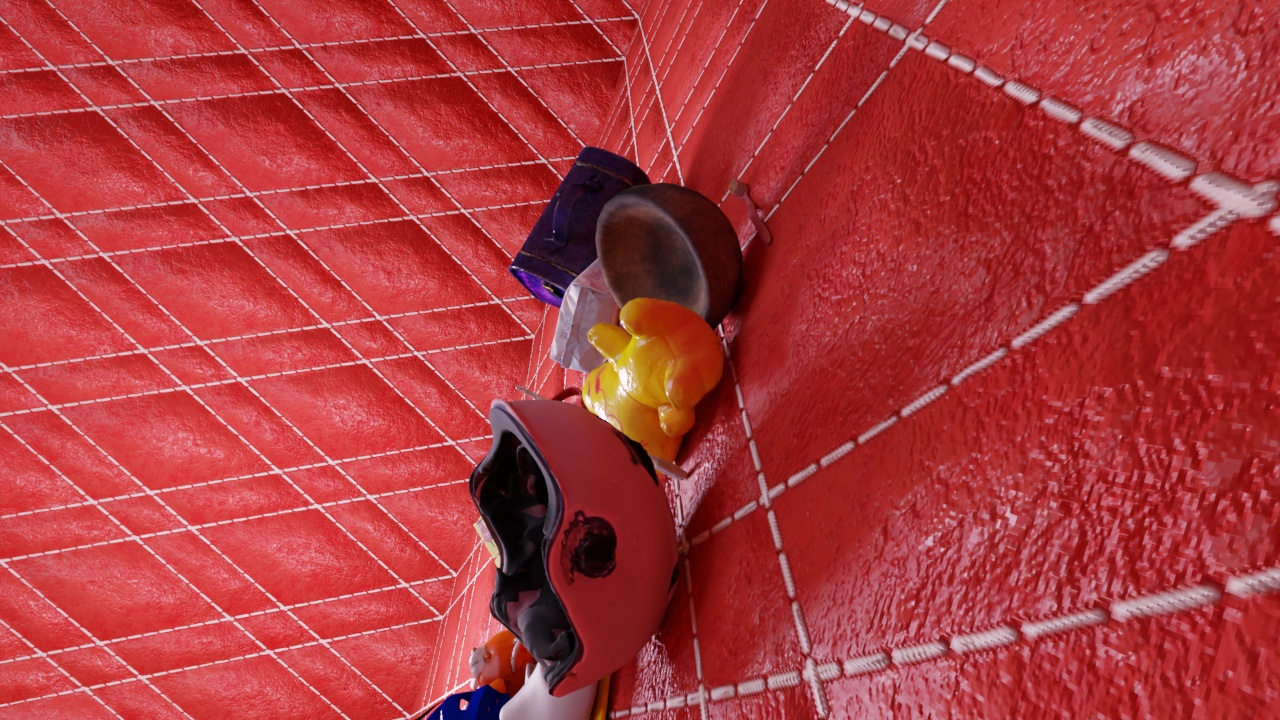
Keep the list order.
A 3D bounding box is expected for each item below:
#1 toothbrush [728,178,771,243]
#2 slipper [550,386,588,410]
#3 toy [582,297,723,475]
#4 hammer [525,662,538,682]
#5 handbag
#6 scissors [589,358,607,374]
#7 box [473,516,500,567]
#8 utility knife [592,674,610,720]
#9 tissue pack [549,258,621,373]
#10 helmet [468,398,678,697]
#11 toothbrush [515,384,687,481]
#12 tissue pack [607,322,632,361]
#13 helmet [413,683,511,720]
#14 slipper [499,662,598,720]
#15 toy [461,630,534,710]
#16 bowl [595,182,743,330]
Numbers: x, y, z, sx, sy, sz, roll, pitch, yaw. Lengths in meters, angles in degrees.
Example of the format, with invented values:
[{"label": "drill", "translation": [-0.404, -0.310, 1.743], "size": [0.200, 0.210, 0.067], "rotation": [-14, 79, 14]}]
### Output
[{"label": "toothbrush", "translation": [0.111, -0.151, 0.922], "size": [0.015, 0.015, 0.184], "rotation": [-60, 17, 22]}, {"label": "slipper", "translation": [-0.120, 0.084, 1.344], "size": [0.103, 0.059, 0.249], "rotation": [-44, 6, -3]}, {"label": "toy", "translation": [0.010, 0.019, 0.883], "size": [0.087, 0.134, 0.194], "rotation": [-29, -20, -31]}, {"label": "hammer", "translation": [-0.082, 0.273, 1.150], "size": [0.170, 0.034, 0.324], "rotation": [140, 147, -72]}, {"label": "handbag", "translation": [-0.076, -0.171, 1.288], "size": [0.204, 0.125, 0.222], "rotation": [-61, -18, -14]}, {"label": "scissors", "translation": [-0.058, 0.052, 1.314], "size": [0.227, 0.016, 0.134], "rotation": [-91, 17, -47]}, {"label": "box", "translation": [-0.157, 0.218, 1.325], "size": [0.124, 0.082, 0.222], "rotation": [-29, -9, -30]}, {"label": "utility knife", "translation": [-0.040, 0.340, 0.861], "size": [0.218, 0.019, 0.031], "rotation": [-78, 6, -52]}, {"label": "tissue pack", "translation": [-0.051, -0.067, 1.157], "size": [0.181, 0.070, 0.112], "rotation": [-57, -16, -63]}, {"label": "helmet", "translation": [-0.053, 0.147, 0.798], "size": [0.230, 0.152, 0.255], "rotation": [180, 78, -69]}, {"label": "toothbrush", "translation": [-0.038, 0.068, 0.864], "size": [0.010, 0.181, 0.010], "rotation": [-63, 3, -32]}, {"label": "tissue pack", "translation": [-0.007, 0.006, 1.140], "size": [0.104, 0.071, 0.181], "rotation": [21, -90, -86]}, {"label": "helmet", "translation": [-0.223, 0.468, 1.044], "size": [0.241, 0.228, 0.148], "rotation": [-21, -90, -84]}, {"label": "slipper", "translation": [-0.108, 0.390, 0.915], "size": [0.112, 0.080, 0.266], "rotation": [-97, 22, -75]}, {"label": "toy", "translation": [-0.203, 0.457, 1.273], "size": [0.164, 0.093, 0.172], "rotation": [145, 143, -74]}, {"label": "bowl", "translation": [0.034, -0.100, 0.901], "size": [0.070, 0.162, 0.163], "rotation": [-31, -13, -32]}]
